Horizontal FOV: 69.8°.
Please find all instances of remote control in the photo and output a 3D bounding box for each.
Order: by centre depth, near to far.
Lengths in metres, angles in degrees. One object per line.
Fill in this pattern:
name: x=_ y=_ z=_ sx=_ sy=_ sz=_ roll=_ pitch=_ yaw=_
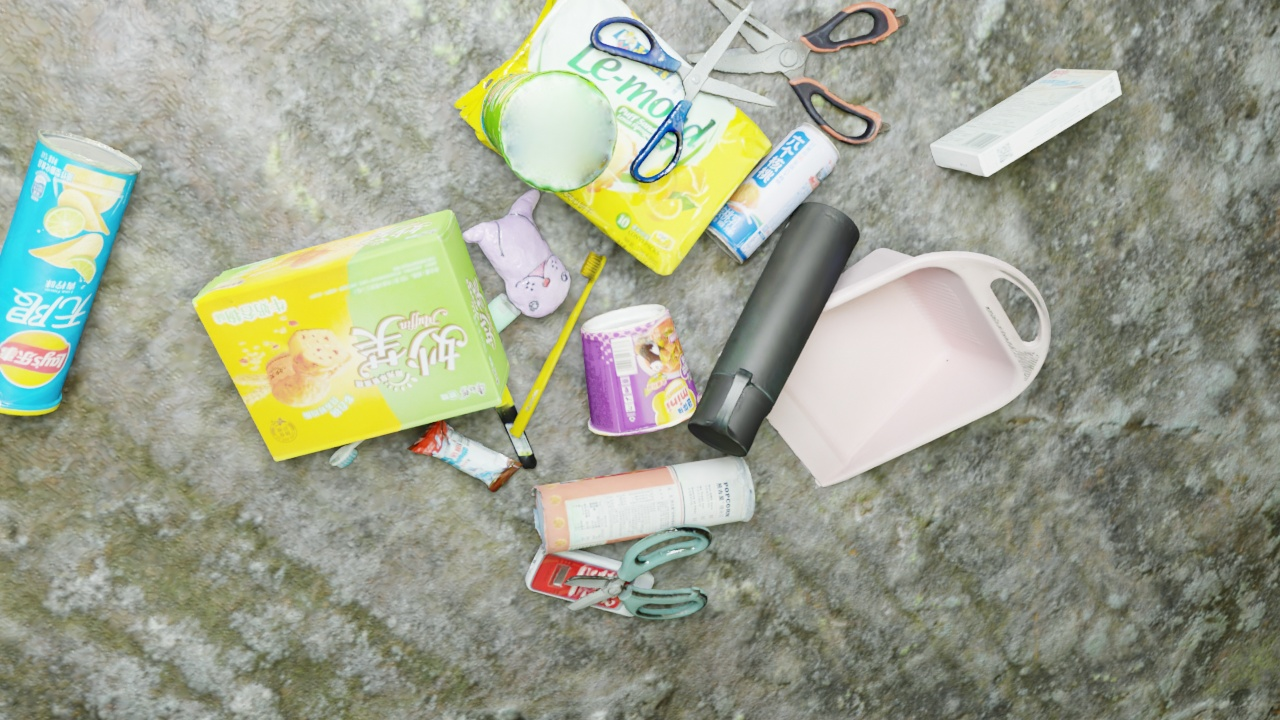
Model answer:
remote control: x=-0.052 y=0.232 z=0.967 sx=0.136 sy=0.020 sz=0.056 roll=22 pitch=101 yaw=-23

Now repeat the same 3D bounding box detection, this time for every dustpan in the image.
dustpan: x=0.251 y=0.006 z=0.910 sx=0.273 sy=0.139 sz=0.222 roll=-43 pitch=117 yaw=1

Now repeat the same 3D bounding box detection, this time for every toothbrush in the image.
toothbrush: x=-0.199 y=0.021 z=0.838 sx=0.224 sy=0.026 sz=0.027 roll=-42 pitch=147 yaw=1
toothbrush: x=-0.080 y=-0.014 z=0.861 sx=0.016 sy=0.015 sz=0.190 roll=24 pitch=97 yaw=-18

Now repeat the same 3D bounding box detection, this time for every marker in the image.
marker: x=-0.126 y=0.055 z=0.882 sx=0.018 sy=0.015 sz=0.124 roll=-26 pitch=118 yaw=-13

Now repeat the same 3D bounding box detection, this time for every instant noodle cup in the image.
instant noodle cup: x=-0.005 y=0.005 z=0.854 sx=0.111 sy=0.111 sz=0.099 roll=-16 pitch=104 yaw=-11

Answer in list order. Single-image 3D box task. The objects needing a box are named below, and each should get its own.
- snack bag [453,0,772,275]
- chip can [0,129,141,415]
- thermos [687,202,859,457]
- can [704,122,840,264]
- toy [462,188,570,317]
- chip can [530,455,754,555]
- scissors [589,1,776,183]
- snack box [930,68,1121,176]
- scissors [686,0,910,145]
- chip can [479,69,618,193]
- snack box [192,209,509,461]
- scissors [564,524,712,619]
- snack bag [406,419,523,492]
snack bag: x=-0.018 y=-0.196 z=0.789 sx=0.246 sy=0.068 sz=0.158 roll=36 pitch=96 yaw=-24
chip can: x=-0.453 y=-0.065 z=0.702 sx=0.071 sy=0.071 sz=0.210 roll=21 pitch=103 yaw=-23
thermos: x=0.124 y=-0.033 z=0.833 sx=0.068 sy=0.090 sz=0.242 roll=26 pitch=72 yaw=6
can: x=0.122 y=-0.156 z=0.855 sx=0.134 sy=0.053 sz=0.053 roll=-46 pitch=116 yaw=3
toy: x=-0.101 y=-0.090 z=0.821 sx=0.083 sy=0.039 sz=0.108 roll=-40 pitch=116 yaw=-23
chip can: x=0.002 y=0.144 z=0.922 sx=0.214 sy=0.071 sz=0.071 roll=-7 pitch=112 yaw=-14
scissors: x=0.032 y=-0.228 z=0.748 sx=0.162 sy=0.012 sz=0.173 roll=34 pitch=96 yaw=-23
snack box: x=0.369 y=-0.232 z=0.886 sx=0.156 sy=0.084 sz=0.027 roll=-31 pitch=114 yaw=-4
scissors: x=0.154 y=-0.274 z=0.843 sx=0.226 sy=0.015 sz=0.189 roll=-26 pitch=115 yaw=-5
chip can: x=-0.069 y=-0.162 z=0.630 sx=0.072 sy=0.221 sz=0.073 roll=-4 pitch=108 yaw=-12
snack box: x=-0.232 y=-0.019 z=0.761 sx=0.210 sy=0.070 sz=0.158 roll=-14 pitch=116 yaw=5
scissors: x=0.014 y=0.233 z=0.950 sx=0.170 sy=0.019 sz=0.181 roll=-30 pitch=134 yaw=11
snack bag: x=-0.166 y=0.091 z=0.875 sx=0.104 sy=0.026 sz=0.048 roll=36 pitch=108 yaw=-25
